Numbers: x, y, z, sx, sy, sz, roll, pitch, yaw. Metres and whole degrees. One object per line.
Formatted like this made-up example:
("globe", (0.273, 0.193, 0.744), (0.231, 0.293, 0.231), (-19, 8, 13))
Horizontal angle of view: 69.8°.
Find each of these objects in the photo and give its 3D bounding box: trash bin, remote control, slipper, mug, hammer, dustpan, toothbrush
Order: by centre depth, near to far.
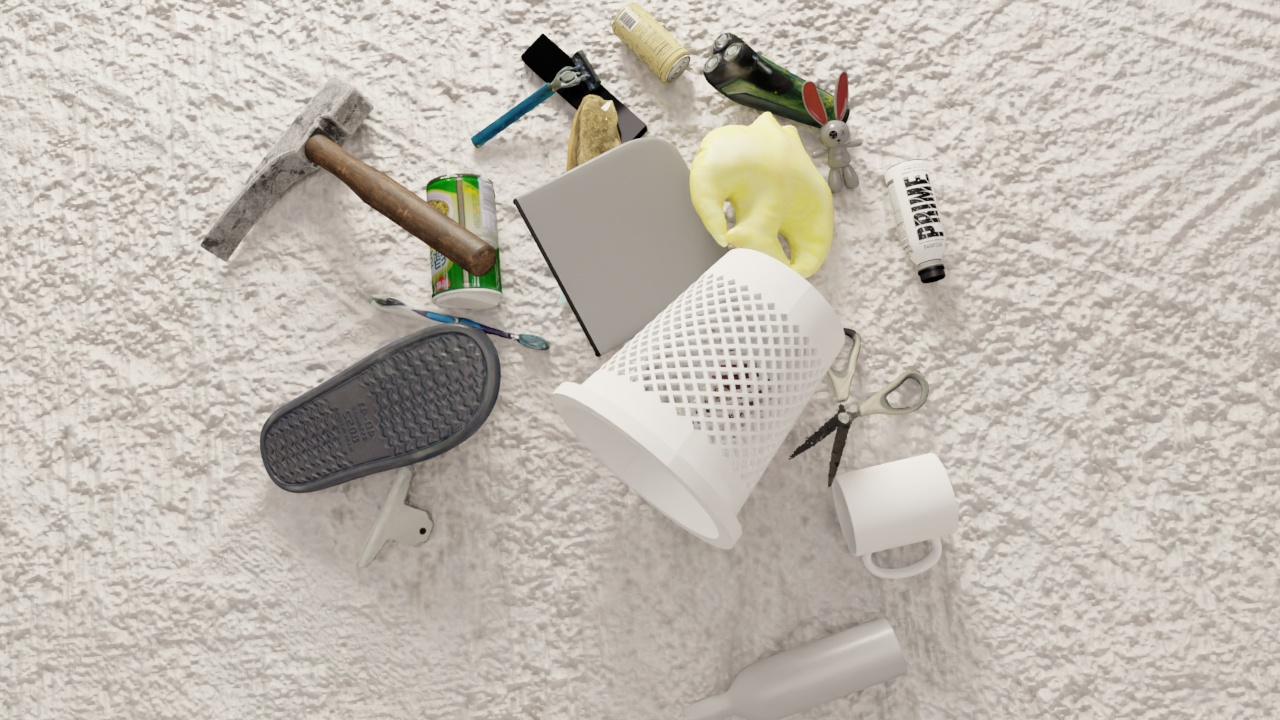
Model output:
("trash bin", (0.062, 0.021, 0.789), (0.195, 0.196, 0.199), (39, 75, 8))
("mug", (0.230, 0.146, 0.827), (0.090, 0.073, 0.110), (-13, 106, 1))
("hammer", (-0.265, -0.127, 0.861), (0.301, 0.037, 0.217), (34, 84, 29))
("slipper", (-0.235, 0.051, 0.868), (0.269, 0.083, 0.110), (-23, 85, 18))
("dustpan", (0.029, -0.136, 0.875), (0.257, 0.033, 0.163), (-29, 98, -10))
("toothbrush", (-0.180, -0.038, 0.902), (0.189, 0.017, 0.016), (15, 83, 5))
("remote control", (-0.058, -0.271, 0.932), (0.150, 0.013, 0.034), (43, 90, 9))

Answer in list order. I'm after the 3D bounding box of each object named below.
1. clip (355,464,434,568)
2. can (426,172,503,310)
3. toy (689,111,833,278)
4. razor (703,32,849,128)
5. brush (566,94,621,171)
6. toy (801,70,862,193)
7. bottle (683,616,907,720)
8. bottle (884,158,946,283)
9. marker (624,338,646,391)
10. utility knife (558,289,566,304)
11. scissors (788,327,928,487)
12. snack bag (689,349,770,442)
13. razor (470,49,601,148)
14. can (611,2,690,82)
("clip", (-0.231, 0.151, 0.870), (0.052, 0.058, 0.102), (21, 83, 31))
("can", (-0.171, -0.113, 0.888), (0.067, 0.067, 0.121), (-6, 80, 3))
("toy", (0.119, -0.157, 0.855), (0.170, 0.065, 0.154), (21, 67, -29))
("razor", (0.135, -0.267, 0.895), (0.151, 0.067, 0.054), (25, 87, -1))
("brush", (-0.039, -0.162, 0.888), (0.059, 0.043, 0.195), (-2, 87, -20))
("toy", (0.187, -0.217, 0.883), (0.049, 0.030, 0.112), (-15, 109, 1))
("bottle", (0.134, 0.285, 0.814), (0.195, 0.052, 0.052), (-20, 80, 1))
("bottle", (0.266, -0.131, 0.876), (0.041, 0.041, 0.116), (-12, 81, 2))
("marker", (-0.005, 0.005, 0.888), (0.011, 0.011, 0.152), (-14, 80, 1))
("utility knife", (-0.063, -0.141, 0.911), (0.022, 0.015, 0.178), (12, 81, 6))
("scissors", (0.199, 0.038, 0.845), (0.165, 0.013, 0.157), (-3, 62, -12))
("snack bag", (0.061, 0.066, 0.873), (0.057, 0.013, 0.158), (37, 85, 10))
("razor", (-0.110, -0.257, 0.920), (0.144, 0.022, 0.042), (-31, 82, 7))
("can", (0.011, -0.319, 0.922), (0.038, 0.038, 0.079), (-43, 81, -4))
